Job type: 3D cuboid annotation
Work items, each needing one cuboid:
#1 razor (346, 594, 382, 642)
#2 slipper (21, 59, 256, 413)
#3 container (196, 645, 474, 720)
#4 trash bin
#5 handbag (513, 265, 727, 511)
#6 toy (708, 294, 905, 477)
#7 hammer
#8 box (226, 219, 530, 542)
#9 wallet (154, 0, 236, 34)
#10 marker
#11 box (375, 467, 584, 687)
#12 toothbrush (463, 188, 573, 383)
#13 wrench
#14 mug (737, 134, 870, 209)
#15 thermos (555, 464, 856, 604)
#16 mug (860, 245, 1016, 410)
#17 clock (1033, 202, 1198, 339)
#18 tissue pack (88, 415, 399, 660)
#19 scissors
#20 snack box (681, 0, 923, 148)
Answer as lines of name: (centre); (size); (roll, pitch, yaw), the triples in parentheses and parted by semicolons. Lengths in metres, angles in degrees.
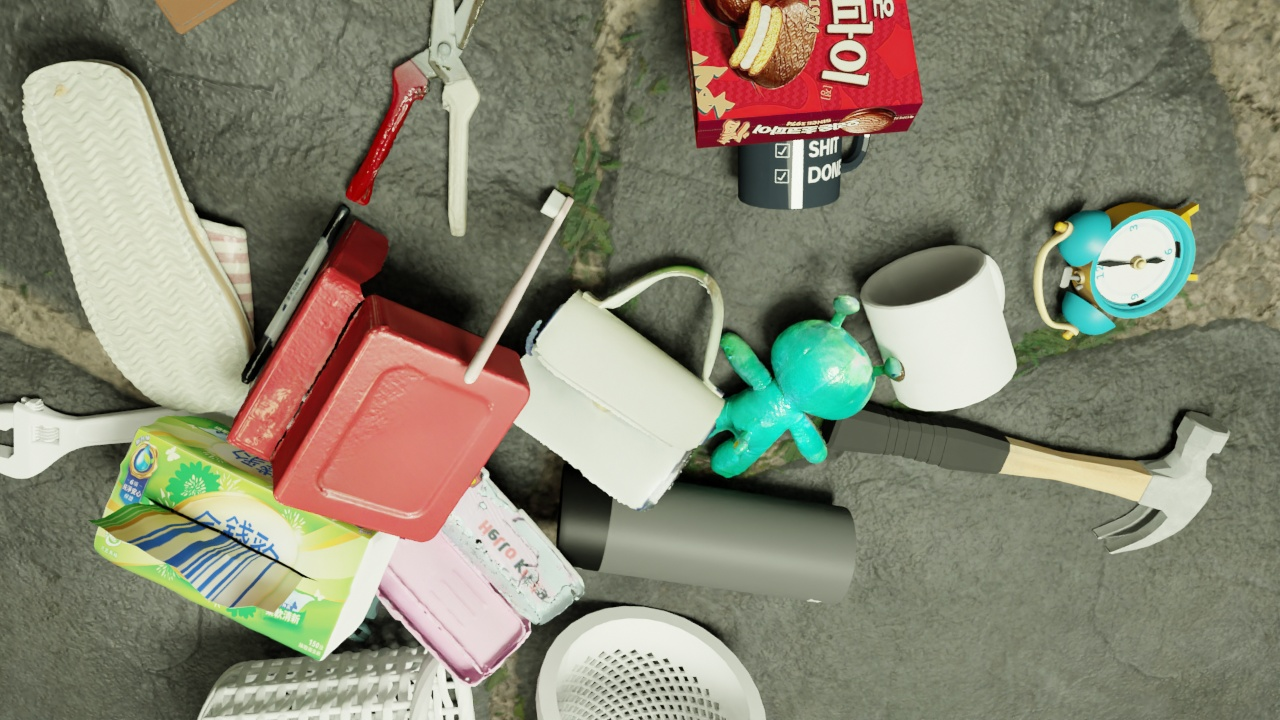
razor: (-0.228, 0.183, 0.792); (0.047, 0.052, 0.143); (29, 101, -13)
slipper: (-0.347, -0.083, 0.660); (0.115, 0.052, 0.263); (-9, 118, 0)
container: (-0.252, 0.345, 0.784); (0.187, 0.189, 0.189); (-5, 114, 1)
trash bin: (-0.015, 0.361, 0.812); (0.195, 0.195, 0.200); (13, 123, -8)
handbag: (-0.004, 0.004, 0.685); (0.151, 0.074, 0.176); (37, 93, 0)
toy: (0.112, 0.029, 0.708); (0.130, 0.072, 0.194); (46, 121, -8)
hammer: (0.315, 0.081, 0.767); (0.328, 0.039, 0.131); (11, 115, -6)
box: (-0.181, 0.022, 0.655); (0.170, 0.156, 0.157); (32, 110, -14)
wallet: (-0.277, -0.279, 0.593); (0.121, 0.013, 0.087); (-26, 113, 10)
marker: (-0.256, -0.048, 0.678); (0.011, 0.011, 0.152); (30, 93, -15)
box: (-0.153, 0.147, 0.739); (0.154, 0.066, 0.201); (-43, 89, 9)
toothbrush: (-0.084, -0.055, 0.625); (0.018, 0.180, 0.016); (29, 143, -11)
wrench: (-0.396, 0.052, 0.739); (0.273, 0.018, 0.066); (-6, 115, -1)
mug: (0.118, -0.155, 0.640); (0.105, 0.071, 0.077); (-15, 117, -25)
thermos: (0.049, 0.144, 0.760); (0.240, 0.082, 0.082); (9, 114, -6)
mug: (0.233, -0.033, 0.690); (0.121, 0.091, 0.090); (-36, 115, -22)
clock: (0.360, -0.072, 0.696); (0.129, 0.043, 0.099); (-17, 114, -2)
tissue pack: (-0.290, 0.129, 0.650); (0.198, 0.141, 0.120); (19, 97, 4)
scissors: (-0.147, -0.177, 0.644); (0.185, 0.015, 0.179); (-24, 112, 8)
snack box: (0.095, -0.216, 0.576); (0.132, 0.036, 0.152); (-5, 77, 0)
